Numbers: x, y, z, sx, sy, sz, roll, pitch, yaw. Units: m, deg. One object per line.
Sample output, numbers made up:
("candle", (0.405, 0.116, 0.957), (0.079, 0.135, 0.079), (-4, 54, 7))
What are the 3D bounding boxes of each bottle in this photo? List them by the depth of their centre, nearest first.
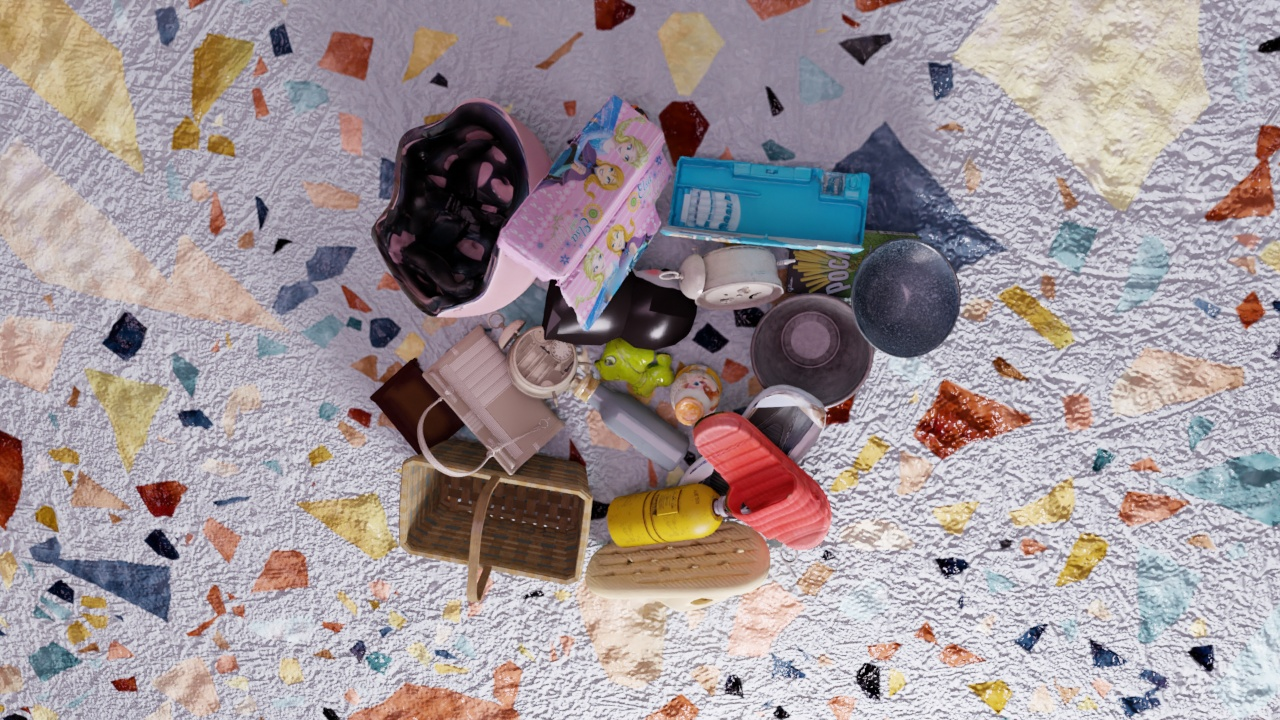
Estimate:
("bottle", (0.067, 0.045, 1.145), (0.063, 0.109, 0.063), (3, 106, 10))
("bottle", (-0.013, 0.077, 1.187), (0.161, 0.072, 0.046), (36, 103, -2))
("bottle", (0.042, 0.199, 1.187), (0.164, 0.070, 0.071), (-15, 104, 34))

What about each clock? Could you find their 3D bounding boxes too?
("clock", (0.095, -0.102, 1.078), (0.156, 0.104, 0.061), (1, 75, -22))
("clock", (-0.138, -0.013, 1.172), (0.141, 0.055, 0.092), (40, 75, -2))

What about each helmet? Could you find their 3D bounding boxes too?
("helmet", (-0.184, -0.172, 1.085), (0.230, 0.152, 0.256), (36, 110, 36))

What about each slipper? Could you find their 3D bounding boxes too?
("slipper", (0.151, 0.161, 1.118), (0.104, 0.059, 0.249), (-24, 122, 29))
("slipper", (0.142, 0.116, 1.167), (0.111, 0.062, 0.265), (29, 133, -4))
("slipper", (0.054, 0.282, 1.231), (0.262, 0.111, 0.079), (-9, 135, 20))

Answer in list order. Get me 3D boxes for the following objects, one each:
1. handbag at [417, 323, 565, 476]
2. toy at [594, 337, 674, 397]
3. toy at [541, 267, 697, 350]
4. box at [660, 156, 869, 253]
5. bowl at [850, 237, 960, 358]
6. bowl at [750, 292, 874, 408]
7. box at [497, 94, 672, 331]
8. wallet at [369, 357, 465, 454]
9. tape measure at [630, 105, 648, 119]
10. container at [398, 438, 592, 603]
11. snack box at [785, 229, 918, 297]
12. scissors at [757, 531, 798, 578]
("handbag", (-0.209, 0.073, 1.151), (0.062, 0.197, 0.175), (-35, 98, 34))
("toy", (-0.007, 0.007, 1.186), (0.094, 0.036, 0.093), (-26, 104, 9))
("toy", (-0.024, -0.063, 1.115), (0.184, 0.139, 0.159), (13, 145, -6))
("box", (0.144, -0.160, 1.060), (0.227, 0.169, 0.085), (7, 137, 8))
("bowl", (0.295, -0.071, 1.063), (0.137, 0.057, 0.137), (0, 91, -13))
("bowl", (0.209, -0.018, 1.124), (0.145, 0.067, 0.145), (3, 107, 9))
("box", (-0.039, -0.164, 1.008), (0.160, 0.230, 0.063), (46, 153, -27))
("wallet", (-0.305, 0.067, 1.263), (0.092, 0.018, 0.115), (-39, 95, 18))
("tape measure", (-0.008, -0.273, 1.090), (0.038, 0.058, 0.058), (-22, 114, 13))
("container", (-0.191, 0.209, 1.185), (0.250, 0.186, 0.158), (10, 113, 3))
("snack box", (0.254, -0.118, 1.110), (0.147, 0.025, 0.080), (5, 107, 8))
("scissors", (0.195, 0.208, 1.219), (0.118, 0.014, 0.161), (33, 111, 9))
